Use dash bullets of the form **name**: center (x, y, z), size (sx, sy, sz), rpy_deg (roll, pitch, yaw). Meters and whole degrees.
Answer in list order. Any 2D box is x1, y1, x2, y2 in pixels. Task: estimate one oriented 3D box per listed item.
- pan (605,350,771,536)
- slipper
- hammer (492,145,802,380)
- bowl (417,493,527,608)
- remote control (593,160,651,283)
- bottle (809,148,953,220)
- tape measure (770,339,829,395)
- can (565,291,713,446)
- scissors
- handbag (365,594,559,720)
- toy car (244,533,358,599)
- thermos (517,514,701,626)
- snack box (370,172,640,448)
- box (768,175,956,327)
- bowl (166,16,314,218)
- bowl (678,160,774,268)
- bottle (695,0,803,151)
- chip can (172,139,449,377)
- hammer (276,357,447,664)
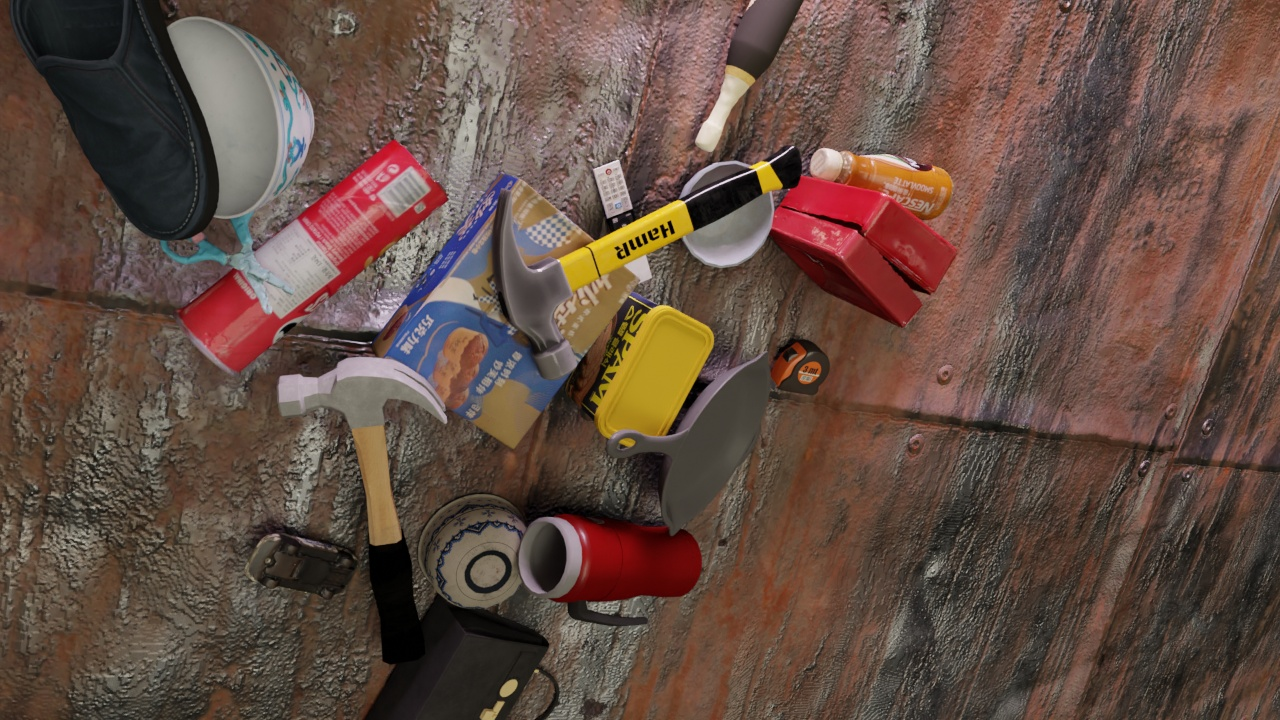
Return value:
- **pan**: center (0.046, 0.078, 0.899), size (0.216, 0.024, 0.354), rpy_deg (-63, 155, 8)
- **slipper**: center (-0.387, -0.209, 0.643), size (0.109, 0.083, 0.266), rpy_deg (-3, 109, 19)
- **hammer**: center (0.014, -0.124, 0.837), size (0.324, 0.034, 0.170), rpy_deg (-28, 115, -17)
- **bowl**: center (-0.160, 0.198, 0.922), size (0.115, 0.059, 0.116), rpy_deg (-8, 110, -22)
- **remote control**: center (-0.018, -0.134, 0.904), size (0.028, 0.012, 0.124), rpy_deg (-24, 115, -16)
- **bottle**: center (0.256, -0.193, 0.983), size (0.167, 0.059, 0.059), rpy_deg (8, 103, -27)
- **tape measure**: center (0.179, 0.006, 1.029), size (0.058, 0.038, 0.059), rpy_deg (9, 117, -26)
- **can**: center (-0.005, 0.005, 0.903), size (0.075, 0.104, 0.135), rpy_deg (25, 95, -29)
- **scissors**: center (-0.313, -0.094, 0.735), size (0.142, 0.015, 0.095), rpy_deg (30, 73, 12)
- **handbag**: center (-0.167, 0.363, 0.983), size (0.195, 0.072, 0.176), rpy_deg (28, 94, -40)
- **toy car**: center (-0.315, 0.189, 0.854), size (0.112, 0.040, 0.048), rpy_deg (35, 84, -51)
- **thermos**: center (-0.027, 0.217, 0.940), size (0.198, 0.084, 0.108), rpy_deg (15, 66, -46)
- **snack box**: center (-0.124, -0.045, 0.852), size (0.155, 0.069, 0.202), rpy_deg (38, 89, -30)
- **box**: center (0.220, -0.120, 0.937), size (0.129, 0.157, 0.098), rpy_deg (34, 94, -31)
- **bowl**: center (-0.303, -0.186, 0.707), size (0.074, 0.144, 0.144), rpy_deg (-31, 126, -59)
- **bowl**: center (0.079, -0.150, 0.928), size (0.106, 0.039, 0.106), rpy_deg (-8, 110, -22)
- **bottle**: center (0.102, -0.289, 0.888), size (0.045, 0.045, 0.184), rpy_deg (24, 96, -29)
- **chip can**: center (-0.271, -0.089, 0.769), size (0.233, 0.073, 0.073), rpy_deg (-42, 119, -8)
- **hammer**: center (-0.234, 0.148, 0.837), size (0.131, 0.039, 0.329), rpy_deg (-6, 120, -12)
